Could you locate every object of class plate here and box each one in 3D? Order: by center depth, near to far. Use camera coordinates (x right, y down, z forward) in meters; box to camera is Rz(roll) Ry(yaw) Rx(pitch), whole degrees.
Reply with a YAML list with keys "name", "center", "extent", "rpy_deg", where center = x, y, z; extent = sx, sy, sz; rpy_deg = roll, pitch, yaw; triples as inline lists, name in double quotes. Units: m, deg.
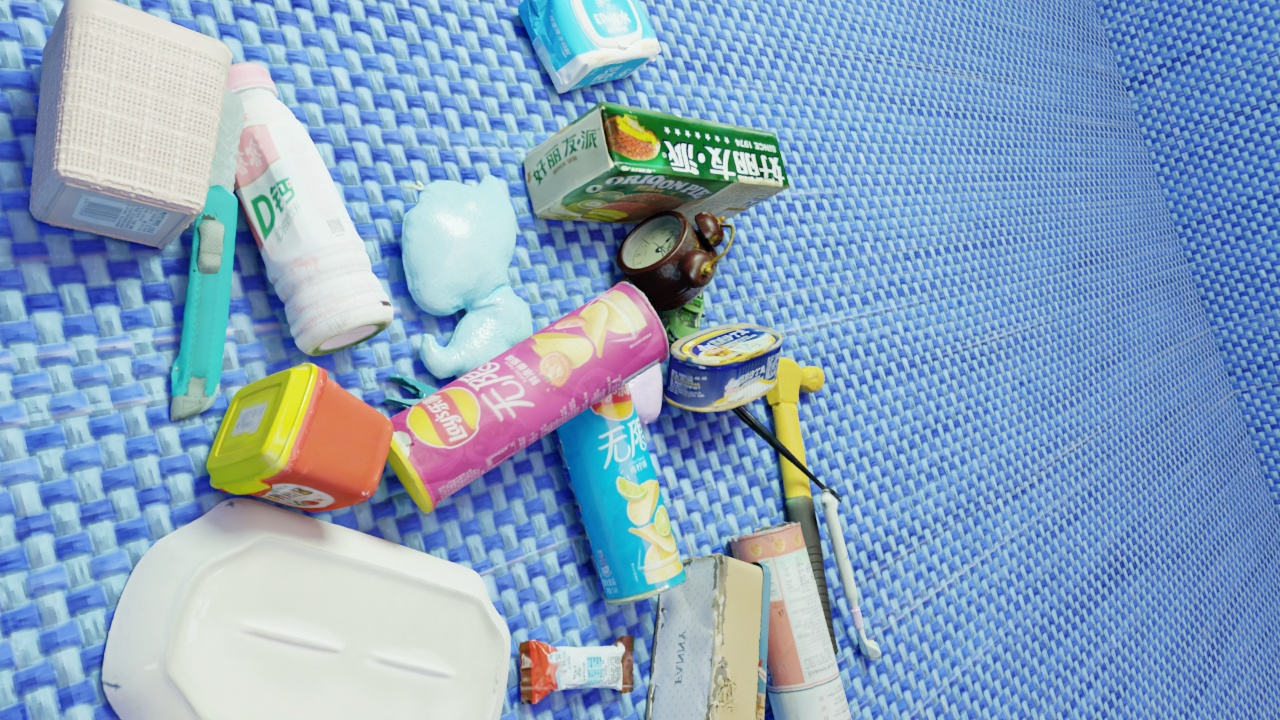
- name: "plate"
  center: [-0.186, 0.185, 0.577]
  extent: [0.265, 0.034, 0.161]
  rpy_deg: [29, 56, -33]

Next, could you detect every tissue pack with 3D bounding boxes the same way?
- name: "tissue pack"
  center: [-0.046, -0.317, 0.878]
  extent: [0.139, 0.063, 0.090]
  rpy_deg: [-31, 97, -45]

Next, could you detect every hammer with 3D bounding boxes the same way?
- name: "hammer"
  center: [0.159, 0.141, 0.925]
  extent: [0.128, 0.033, 0.300]
  rpy_deg: [7, 70, -42]

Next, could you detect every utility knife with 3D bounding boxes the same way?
- name: "utility knife"
  center: [-0.270, -0.069, 0.577]
  extent: [0.029, 0.013, 0.215]
  rpy_deg: [8, 82, -34]

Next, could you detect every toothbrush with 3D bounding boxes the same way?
- name: "toothbrush"
  center: [0.139, 0.092, 0.889]
  extent: [0.181, 0.016, 0.018]
  rpy_deg: [44, 58, -24]
- name: "toothbrush"
  center: [0.209, 0.217, 0.919]
  extent: [0.020, 0.029, 0.189]
  rpy_deg: [-25, 108, -22]

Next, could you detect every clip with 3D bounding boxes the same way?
- name: "clip"
  center: [-0.162, 0.027, 0.675]
  extent: [0.056, 0.014, 0.042]
  rpy_deg: [22, 61, -38]

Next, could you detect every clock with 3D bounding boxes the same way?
- name: "clock"
  center: [0.034, -0.094, 0.833]
  extent: [0.055, 0.122, 0.081]
  rpy_deg: [47, 47, -38]

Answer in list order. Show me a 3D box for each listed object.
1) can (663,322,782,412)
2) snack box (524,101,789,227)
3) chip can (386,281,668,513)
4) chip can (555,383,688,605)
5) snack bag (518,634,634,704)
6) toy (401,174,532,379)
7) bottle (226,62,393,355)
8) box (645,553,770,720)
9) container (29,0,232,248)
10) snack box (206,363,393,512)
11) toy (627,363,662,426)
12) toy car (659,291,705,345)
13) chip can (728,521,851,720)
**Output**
- name: "can"
  center: [0.080, 0.004, 0.856]
  extent: [0.147, 0.075, 0.049]
  rpy_deg: [-20, 121, -51]
- name: "snack box"
  center: [0.020, -0.173, 0.851]
  extent: [0.239, 0.115, 0.063]
  rpy_deg: [-5, 79, -44]
- name: "chip can"
  center: [-0.081, 0.022, 0.657]
  extent: [0.210, 0.071, 0.071]
  rpy_deg: [-32, 99, -22]
- name: "chip can"
  center: [-0.025, 0.085, 0.742]
  extent: [0.071, 0.071, 0.210]
  rpy_deg: [-13, 84, -45]
- name: "snack bag"
  center: [-0.046, 0.234, 0.699]
  extent: [0.104, 0.026, 0.048]
  rpy_deg: [10, 75, -42]
- name: "toy"
  center: [-0.135, -0.067, 0.711]
  extent: [0.156, 0.050, 0.161]
  rpy_deg: [50, 55, -29]
- name: "bottle"
  center: [-0.233, -0.104, 0.619]
  extent: [0.068, 0.068, 0.197]
  rpy_deg: [-21, 86, -46]
- name: "box"
  center: [0.055, 0.240, 0.749]
  extent: [0.061, 0.090, 0.184]
  rpy_deg: [26, 60, -27]
- name: "container"
  center: [-0.305, -0.135, 0.547]
  extent: [0.089, 0.090, 0.110]
  rpy_deg: [12, 70, -41]
- name: "snack box"
  center: [-0.208, 0.051, 0.570]
  extent: [0.080, 0.091, 0.081]
  rpy_deg: [34, 54, -38]
- name: "toy"
  center: [-0.005, 0.005, 0.812]
  extent: [0.083, 0.039, 0.108]
  rpy_deg: [10, 73, -58]
- name: "toy car"
  center: [0.040, -0.056, 0.884]
  extent: [0.043, 0.036, 0.091]
  rpy_deg: [16, 68, -40]
- name: "chip can"
  center: [0.139, 0.258, 0.834]
  extent: [0.071, 0.071, 0.214]
  rpy_deg: [-6, 79, -45]
